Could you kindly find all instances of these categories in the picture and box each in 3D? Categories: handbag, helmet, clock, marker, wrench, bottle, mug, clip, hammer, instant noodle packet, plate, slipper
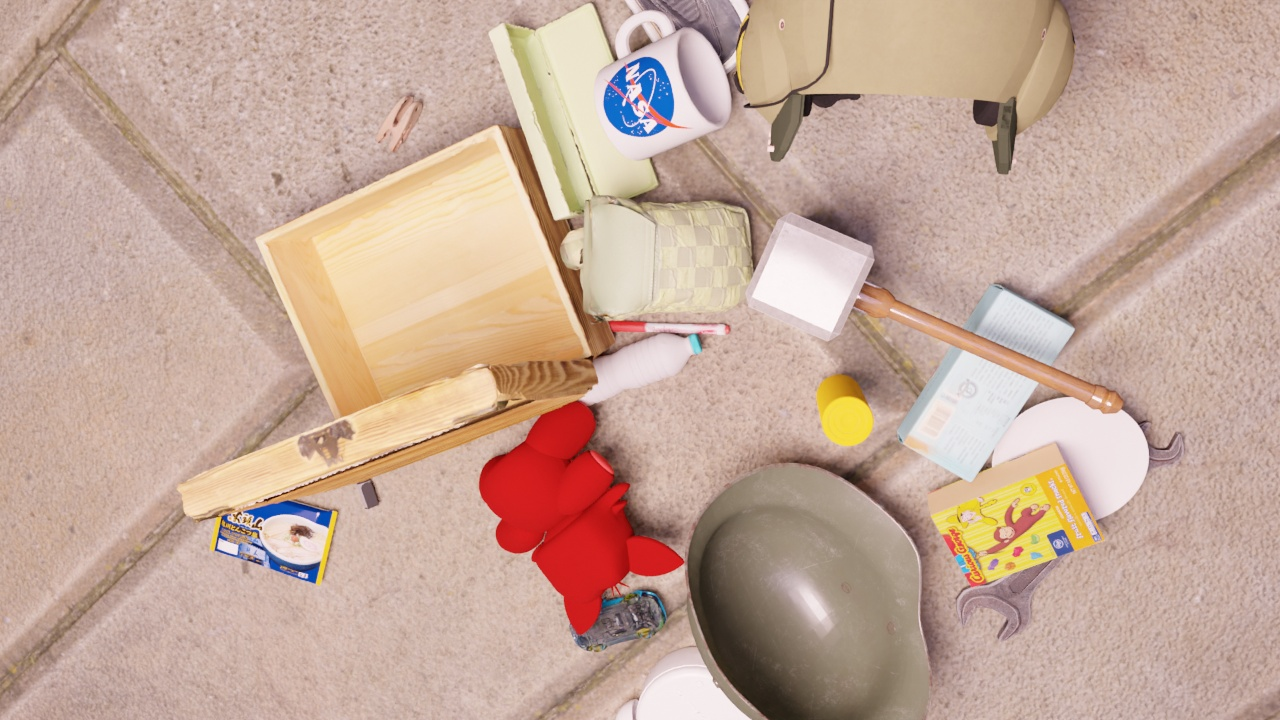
[{"bbox_3d":[0.014,-0.097,0.858,0.186,0.117,0.113,-5,104,-33],"label":"handbag"},{"bbox_3d":[0.143,0.249,0.859,0.226,0.154,0.267,-27,71,-25],"label":"helmet"},{"bbox_3d":[0.057,0.369,0.946,0.125,0.072,0.161,45,103,0],"label":"clock"},{"bbox_3d":[-0.312,0.092,0.987,0.016,0.016,0.140,-16,96,11],"label":"marker"},{"bbox_3d":[0.414,0.167,0.890,0.070,0.010,0.274,39,103,1],"label":"wrench"},{"bbox_3d":[-0.005,0.005,0.911,0.136,0.044,0.044,-20,96,11],"label":"bottle"},{"bbox_3d":[0.018,-0.033,0.918,0.142,0.012,0.013,2,99,8],"label":"marker"},{"bbox_3d":[0.016,-0.253,0.828,0.090,0.090,0.121,-14,97,35],"label":"mug"},{"bbox_3d":[-0.244,-0.240,0.921,0.049,0.025,0.061,6,107,12],"label":"clip"},{"bbox_3d":[0.258,-0.027,0.789,0.318,0.162,0.083,25,102,10],"label":"hammer"},{"bbox_3d":[-0.406,0.189,1.013,0.134,0.026,0.087,16,98,6],"label":"instant noodle packet"},{"bbox_3d":[0.400,0.093,0.858,0.135,0.011,0.135,4,113,10],"label":"plate"},{"bbox_3d":[0.203,-0.269,0.715,0.250,0.255,0.233,5,103,7],"label":"helmet"},{"bbox_3d":[0.184,0.040,0.836,0.043,0.143,0.043,1,99,8],"label":"bottle"},{"bbox_3d":[0.005,-0.376,0.840,0.111,0.063,0.264,-36,95,12],"label":"slipper"}]

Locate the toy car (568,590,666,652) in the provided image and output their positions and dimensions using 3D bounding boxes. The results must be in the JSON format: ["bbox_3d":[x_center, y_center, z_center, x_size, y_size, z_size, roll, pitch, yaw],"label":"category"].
[{"bbox_3d":[-0.024,0.271,0.964,0.105,0.032,0.048,-23,96,17],"label":"toy car"}]

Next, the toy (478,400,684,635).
[{"bbox_3d":[-0.068,0.155,0.906,0.159,0.120,0.197,-40,87,24],"label":"toy"}]

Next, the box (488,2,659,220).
[{"bbox_3d":[-0.065,-0.234,0.864,0.098,0.082,0.188,-20,95,23],"label":"box"}]

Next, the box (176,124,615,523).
[{"bbox_3d":[-0.208,-0.017,0.790,0.279,0.335,0.286,-21,97,13],"label":"box"}]

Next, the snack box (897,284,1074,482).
[{"bbox_3d":[0.319,0.021,0.859,0.075,0.053,0.175,29,104,3],"label":"snack box"}]

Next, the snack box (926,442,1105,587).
[{"bbox_3d":[0.349,0.146,0.860,0.126,0.040,0.088,-27,105,21],"label":"snack box"}]
